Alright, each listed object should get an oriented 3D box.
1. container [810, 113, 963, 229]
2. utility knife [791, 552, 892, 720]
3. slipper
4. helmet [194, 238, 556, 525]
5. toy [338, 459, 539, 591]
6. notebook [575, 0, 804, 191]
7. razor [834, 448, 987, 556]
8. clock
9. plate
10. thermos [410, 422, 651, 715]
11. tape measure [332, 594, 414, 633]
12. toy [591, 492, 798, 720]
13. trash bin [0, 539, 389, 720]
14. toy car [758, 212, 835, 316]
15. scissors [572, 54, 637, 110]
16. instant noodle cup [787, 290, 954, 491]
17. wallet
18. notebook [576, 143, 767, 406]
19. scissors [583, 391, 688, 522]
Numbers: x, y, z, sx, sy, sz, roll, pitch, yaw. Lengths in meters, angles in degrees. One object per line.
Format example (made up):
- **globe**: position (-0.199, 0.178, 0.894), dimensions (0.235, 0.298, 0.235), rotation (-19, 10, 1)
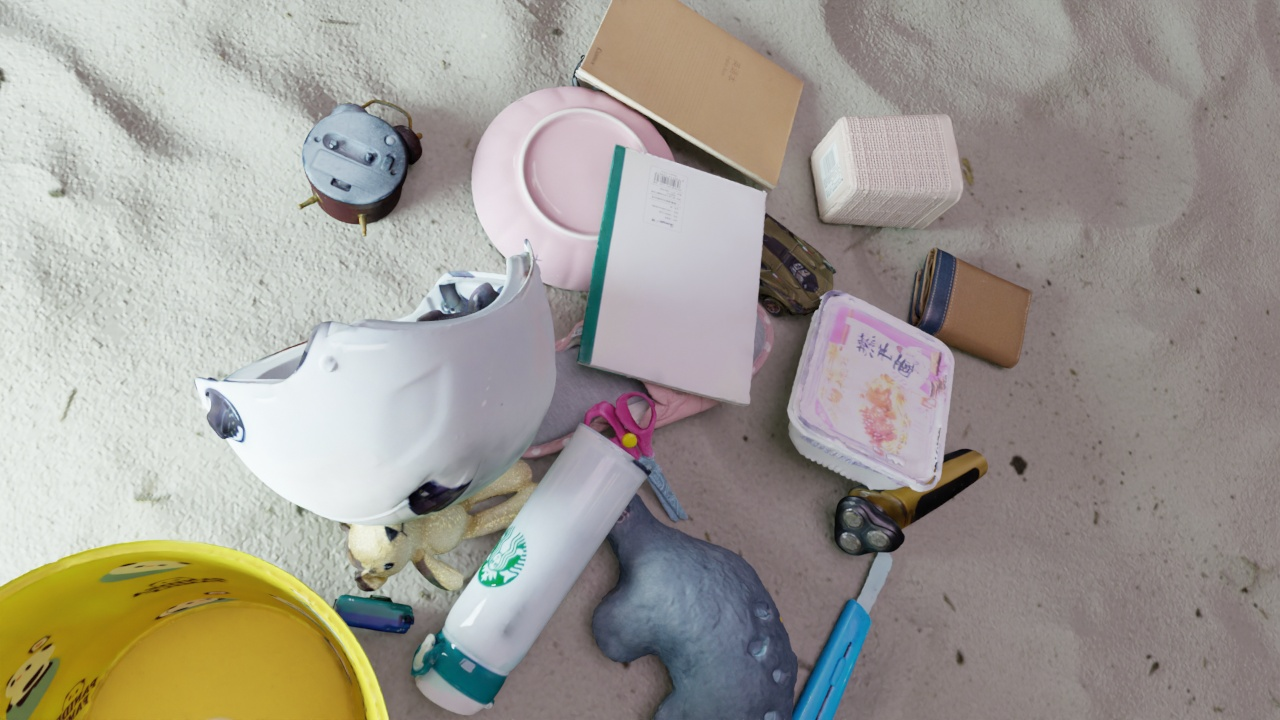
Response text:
- **container**: position (0.231, -0.180, 0.879), dimensions (0.111, 0.090, 0.089), rotation (-2, 75, -13)
- **utility knife**: position (0.171, 0.246, 0.778), dimensions (0.034, 0.018, 0.202), rotation (34, 67, -4)
- **slipper**: position (-0.005, 0.005, 0.776), dimensions (0.274, 0.054, 0.114), rotation (-20, 81, -19)
- **helmet**: position (-0.165, 0.031, 0.637), dimensions (0.228, 0.259, 0.146), rotation (-35, 105, -53)
- **toy**: position (-0.146, 0.120, 0.698), dimensions (0.157, 0.066, 0.105), rotation (-17, 79, -30)
- **notebook**: position (0.055, -0.268, 0.869), dimensions (0.211, 0.012, 0.149), rotation (28, 59, -15)
- **razor**: position (0.244, 0.122, 0.815), dimensions (0.167, 0.067, 0.062), rotation (-20, 125, -26)
- **clock**: position (-0.230, -0.168, 0.761), dimensions (0.082, 0.055, 0.121), rotation (23, 69, -8)
- **plate**: position (-0.051, -0.158, 0.810), dimensions (0.192, 0.039, 0.192), rotation (3, 78, -16)
- **thermos**: position (-0.083, 0.155, 0.683), dimensions (0.073, 0.073, 0.224), rotation (36, 82, -4)
- **tape measure**: position (-0.195, 0.184, 0.671), dimensions (0.058, 0.055, 0.025), rotation (14, 74, -14)
- **toy**: position (0.046, 0.226, 0.717), dimensions (0.138, 0.091, 0.356), rotation (-24, 80, 7)
- **trash bin**: position (-0.263, 0.229, 0.530), dimensions (0.229, 0.256, 0.229), rotation (4, 74, -15)
- **toy car**: position (0.109, -0.103, 0.848), dimensions (0.158, 0.042, 0.070), rotation (38, 68, 0)
- **scissors**: position (-0.041, -0.204, 0.848), dimensions (0.142, 0.014, 0.173), rotation (-12, 78, -17)
- **instant noodle cup**: position (0.193, 0.033, 0.798), dimensions (0.138, 0.061, 0.173), rotation (26, 48, -3)
- **wallet**: position (0.323, -0.051, 0.898), dimensions (0.115, 0.033, 0.090), rotation (20, 73, -11)
- **notebook**: position (0.033, -0.075, 0.778), dimensions (0.150, 0.012, 0.208), rotation (15, 67, -16)
- **scissors**: position (0.009, 0.082, 0.750), dimensions (0.064, 0.017, 0.135), rotation (-29, 112, 11)
